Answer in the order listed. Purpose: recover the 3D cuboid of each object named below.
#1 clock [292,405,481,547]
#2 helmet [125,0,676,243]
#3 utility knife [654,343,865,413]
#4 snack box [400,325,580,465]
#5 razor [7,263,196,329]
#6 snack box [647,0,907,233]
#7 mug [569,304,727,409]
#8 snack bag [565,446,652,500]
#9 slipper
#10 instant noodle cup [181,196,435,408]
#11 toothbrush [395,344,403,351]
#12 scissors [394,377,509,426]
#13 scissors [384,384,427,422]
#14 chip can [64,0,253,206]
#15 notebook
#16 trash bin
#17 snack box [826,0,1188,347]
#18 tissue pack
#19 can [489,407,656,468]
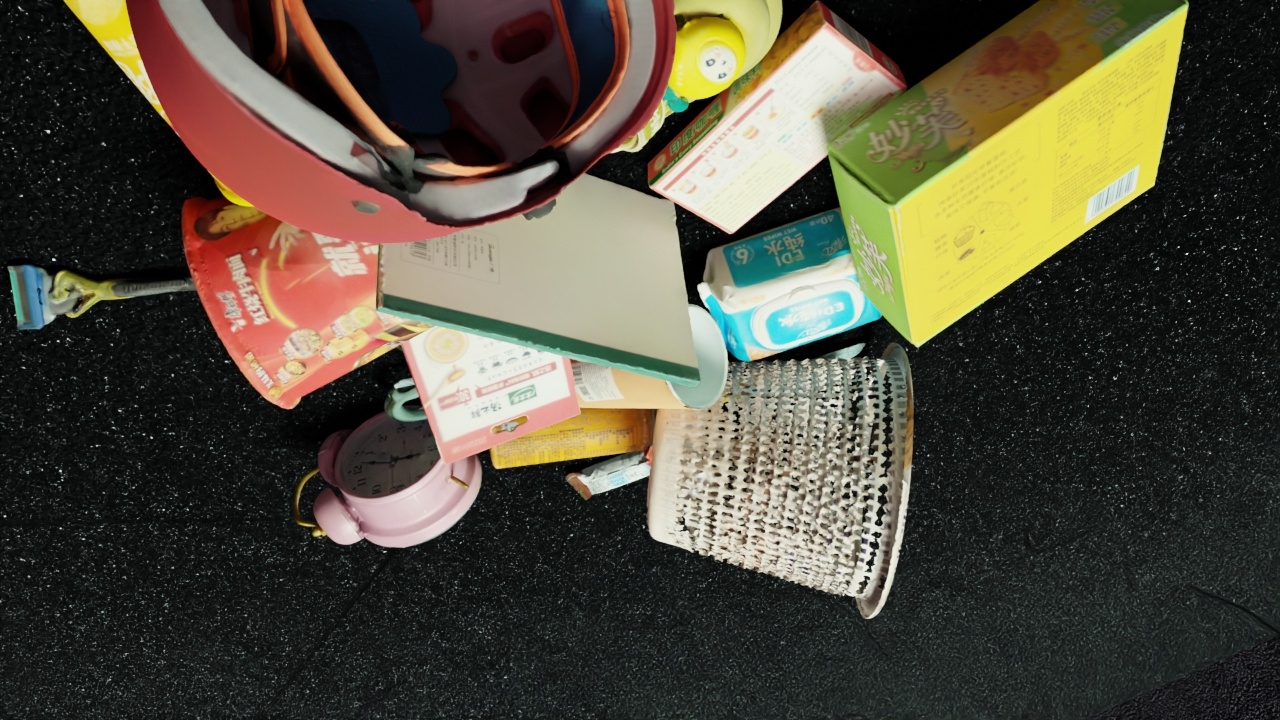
[{"bbox_3d":[-0.216,0.098,0.772,0.158,0.117,0.060,-18,134,3],"label":"clock"},{"bbox_3d":[-0.110,-0.149,0.414,0.144,0.207,0.239,-17,-177,45],"label":"helmet"},{"bbox_3d":[0.103,0.019,0.848,0.213,0.022,0.031,-22,147,6],"label":"utility knife"},{"bbox_3d":[-0.112,-0.002,0.674,0.113,0.044,0.127,-20,126,-15],"label":"snack box"},{"bbox_3d":[-0.339,-0.050,0.615,0.142,0.022,0.043,-7,100,-13],"label":"razor"},{"bbox_3d":[0.083,-0.147,0.586,0.077,0.027,0.156,23,137,-33],"label":"snack box"},{"bbox_3d":[-0.004,0.004,0.713,0.123,0.078,0.078,-9,153,41],"label":"mug"},{"bbox_3d":[-0.019,0.109,0.917,0.104,0.026,0.048,-22,137,15],"label":"snack bag"},{"bbox_3d":[-0.006,-0.155,0.521,0.191,0.081,0.091,-22,145,17],"label":"slipper"},{"bbox_3d":[-0.194,-0.054,0.561,0.108,0.137,0.138,-22,144,-4],"label":"instant noodle cup"},{"bbox_3d":[-0.216,-0.036,0.677,0.017,0.012,0.185,-36,138,20],"label":"toothbrush"},{"bbox_3d":[-0.126,0.011,0.722,0.133,0.017,0.135,-12,137,-17],"label":"scissors"},{"bbox_3d":[-0.164,-0.022,0.693,0.170,0.019,0.179,-39,136,18],"label":"scissors"},{"bbox_3d":[-0.230,-0.171,0.438,0.072,0.072,0.213,-16,144,4],"label":"chip can"},{"bbox_3d":[-0.058,-0.068,0.563,0.209,0.150,0.012,13,143,-31],"label":"notebook"},{"bbox_3d":[0.109,0.088,0.770,0.192,0.226,0.228,6,144,6],"label":"trash bin"},{"bbox_3d":[0.233,-0.126,0.590,0.210,0.070,0.158,-34,143,-1],"label":"snack box"},{"bbox_3d":[0.118,-0.054,0.706,0.140,0.063,0.090,-18,144,7],"label":"tissue pack"},{"bbox_3d":[-0.061,0.058,0.810,0.146,0.058,0.058,-6,144,-8],"label":"can"}]
